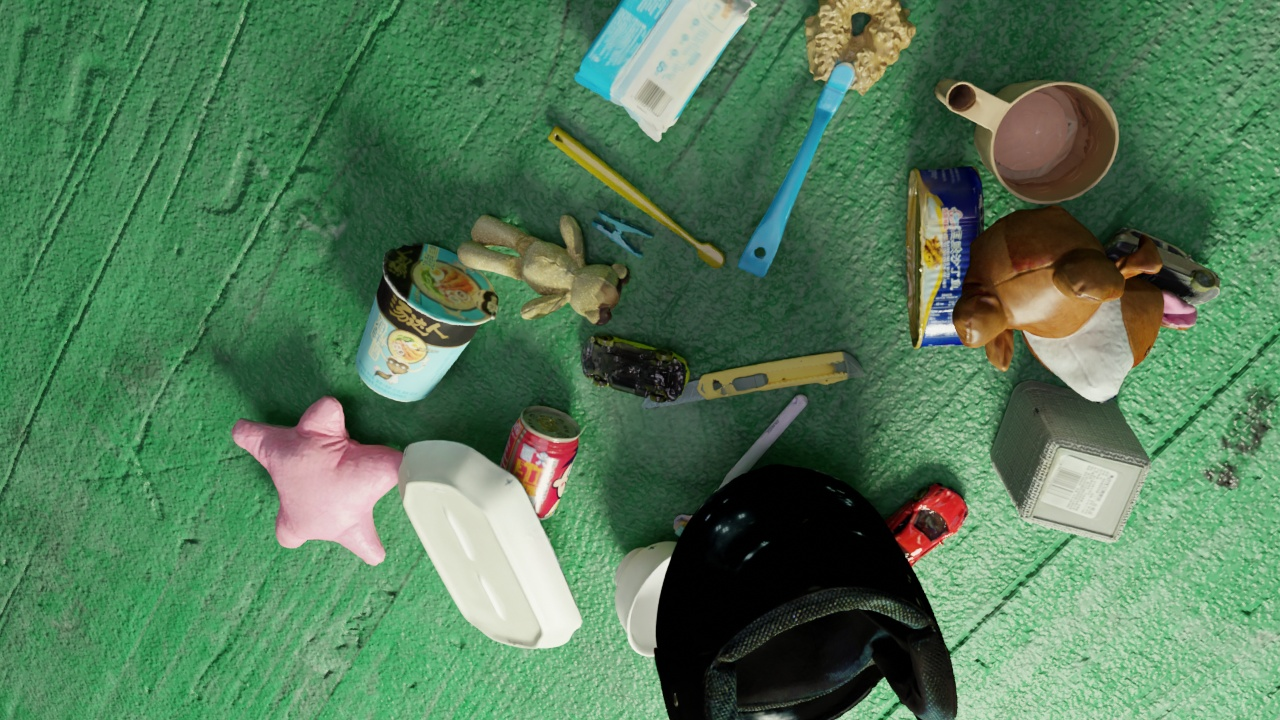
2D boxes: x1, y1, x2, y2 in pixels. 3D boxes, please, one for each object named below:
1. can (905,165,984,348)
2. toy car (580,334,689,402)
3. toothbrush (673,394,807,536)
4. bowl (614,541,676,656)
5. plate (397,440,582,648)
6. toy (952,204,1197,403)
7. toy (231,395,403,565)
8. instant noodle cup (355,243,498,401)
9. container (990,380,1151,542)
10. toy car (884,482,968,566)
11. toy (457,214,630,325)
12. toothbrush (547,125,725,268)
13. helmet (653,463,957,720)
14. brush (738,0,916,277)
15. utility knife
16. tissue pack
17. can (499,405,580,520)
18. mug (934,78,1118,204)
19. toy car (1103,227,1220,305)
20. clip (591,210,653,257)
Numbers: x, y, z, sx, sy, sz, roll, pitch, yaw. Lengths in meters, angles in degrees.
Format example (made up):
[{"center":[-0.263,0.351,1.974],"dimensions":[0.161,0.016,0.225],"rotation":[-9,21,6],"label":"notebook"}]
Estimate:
[{"center":[0.246,-0.082,0.745],"dimensions":[0.049,0.074,0.148],"rotation":[-2,109,9],"label":"can"},{"center":[-0.005,0.005,0.852],"dimensions":[0.105,0.032,0.048],"rotation":[14,112,19],"label":"toy car"},{"center":[0.094,0.101,0.871],"dimensions":[0.021,0.029,0.189],"rotation":[21,117,-40],"label":"toothbrush"},{"center":[0.013,0.220,0.897],"dimensions":[0.065,0.118,0.118],"rotation":[27,119,44],"label":"bowl"},{"center":[-0.155,0.193,0.902],"dimensions":[0.162,0.034,0.266],"rotation":[1,124,32],"label":"plate"},{"center":[0.330,-0.033,0.694],"dimensions":[0.140,0.199,0.130],"rotation":[-20,64,39],"label":"toy"},{"center":[-0.311,0.128,0.939],"dimensions":[0.179,0.074,0.195],"rotation":[-11,110,12],"label":"toy"},{"center":[-0.205,-0.028,0.848],"dimensions":[0.111,0.111,0.121],"rotation":[34,120,-1],"label":"instant noodle cup"},{"center":[0.353,0.084,0.757],"dimensions":[0.090,0.114,0.090],"rotation":[13,111,7],"label":"container"},{"center":[0.255,0.158,0.850],"dimensions":[0.049,0.031,0.106],"rotation":[43,110,-6],"label":"toy car"},{"center":[-0.090,-0.082,0.828],"dimensions":[0.157,0.066,0.105],"rotation":[23,70,7],"label":"toy"},{"center":[-0.002,-0.143,0.807],"dimensions":[0.190,0.016,0.016],"rotation":[37,113,-1],"label":"toothbrush"},{"center":[0.127,0.230,0.799],"dimensions":[0.233,0.229,0.275],"rotation":[-3,142,-9],"label":"helmet"},{"center":[0.140,-0.186,0.740],"dimensions":[0.083,0.045,0.255],"rotation":[23,106,0],"label":"brush"},{"center":[0.099,0.019,0.846],"dimensions":[0.207,0.021,0.031],"rotation":[-9,101,20],"label":"utility knife"},{"center":[0.019,-0.257,0.736],"dimensions":[0.090,0.063,0.140],"rotation":[37,113,-4],"label":"tissue pack"},{"center":[-0.100,0.098,0.885],"dimensions":[0.066,0.066,0.094],"rotation":[22,112,4],"label":"can"},{"center":[0.280,-0.176,0.687],"dimensions":[0.124,0.103,0.084],"rotation":[27,112,2],"label":"mug"},{"center":[0.413,-0.073,0.728],"dimensions":[0.090,0.042,0.035],"rotation":[26,73,5],"label":"toy car"},{"center":[-0.017,-0.115,0.821],"dimensions":[0.056,0.014,0.040],"rotation":[28,112,2],"label":"clip"}]
